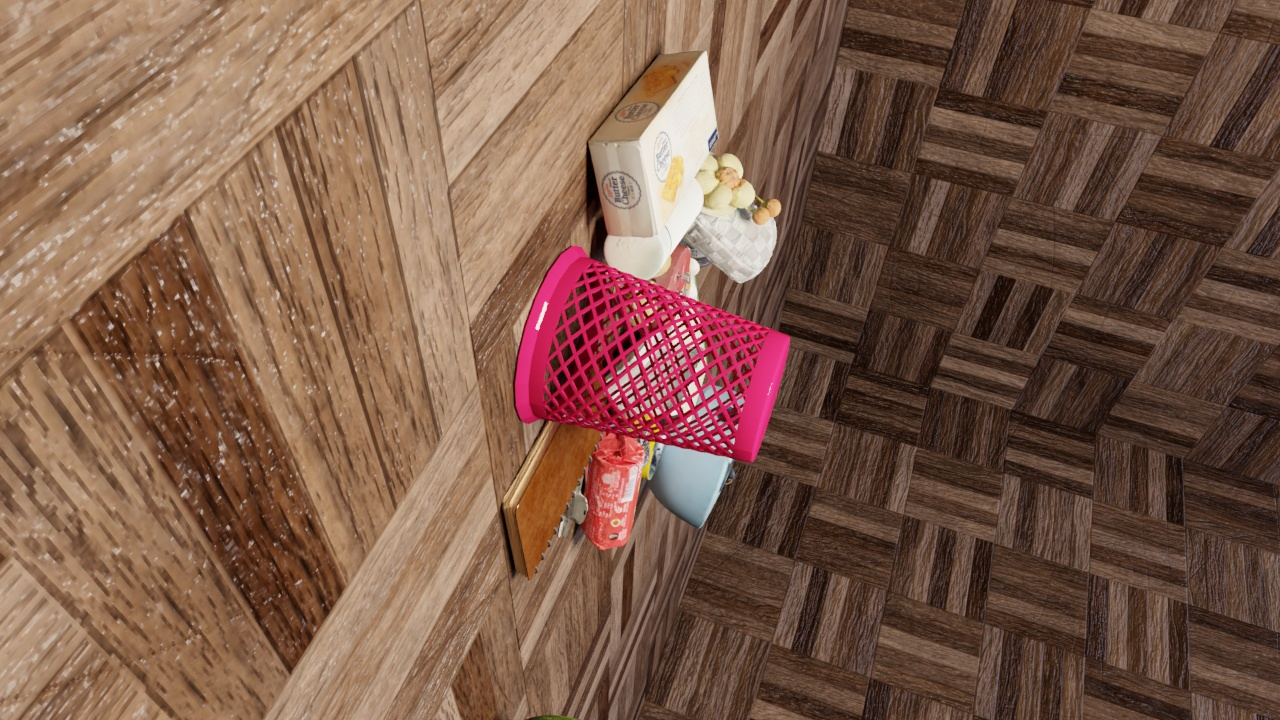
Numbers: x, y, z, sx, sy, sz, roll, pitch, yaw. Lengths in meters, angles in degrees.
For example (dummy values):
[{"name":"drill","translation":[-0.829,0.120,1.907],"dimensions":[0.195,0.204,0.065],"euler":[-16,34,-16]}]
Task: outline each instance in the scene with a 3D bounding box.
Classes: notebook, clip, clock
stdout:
[{"name":"notebook","translation":[0.072,-0.041,1.433],"dimensions":[0.181,0.010,0.253],"euler":[-68,153,-52]},{"name":"clip","translation":[-0.085,0.184,1.158],"dimensions":[0.054,0.038,0.101],"euler":[-81,-175,-83]},{"name":"notebook","translation":[-0.093,0.119,1.037],"dimensions":[0.168,0.024,0.224],"euler":[90,21,-50]},{"name":"clock","translation":[0.019,-0.091,1.122],"dimensions":[0.158,0.081,0.117],"euler":[-15,121,-76]},{"name":"clock","translation":[0.009,0.130,1.440],"dimensions":[0.083,0.057,0.118],"euler":[80,29,-64]}]

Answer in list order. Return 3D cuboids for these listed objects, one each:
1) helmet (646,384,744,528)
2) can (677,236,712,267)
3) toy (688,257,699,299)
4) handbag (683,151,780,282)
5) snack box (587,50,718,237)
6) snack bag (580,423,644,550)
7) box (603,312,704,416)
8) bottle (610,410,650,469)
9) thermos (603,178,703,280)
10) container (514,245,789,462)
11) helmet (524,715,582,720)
[{"name":"helmet","translation":[0.089,0.155,1.554],"dimensions":[0.264,0.167,0.226],"euler":[-75,-176,-57]},{"name":"can","translation":[0.081,-0.184,1.318],"dimensions":[0.127,0.064,0.064],"euler":[70,38,-71]},{"name":"toy","translation":[0.047,-0.110,1.252],"dimensions":[0.037,0.076,0.125],"euler":[-50,162,-17]},{"name":"handbag","translation":[0.116,-0.192,1.203],"dimensions":[0.124,0.171,0.112],"euler":[-26,-147,51]},{"name":"snack box","translation":[0.019,-0.226,0.937],"dimensions":[0.207,0.057,0.104],"euler":[-62,148,-44]},{"name":"snack bag","translation":[-0.042,0.177,1.241],"dimensions":[0.082,0.082,0.177],"euler":[-54,156,-58]},{"name":"box","translation":[0.030,0.016,1.218],"dimensions":[0.108,0.110,0.215],"euler":[-38,-175,29]},{"name":"bottle","translation":[-0.014,0.099,1.301],"dimensions":[0.186,0.053,0.053],"euler":[87,23,-59]},{"name":"thermos","translation":[0.020,-0.156,1.037],"dimensions":[0.229,0.068,0.068],"euler":[-61,164,-61]},{"name":"container","translation":[0.019,0.006,0.896],"dimensions":[0.183,0.226,0.183],"euler":[18,89,-78]},{"name":"helmet","translation":[-0.098,0.543,1.081],"dimensions":[0.212,0.248,0.243],"euler":[-26,92,-52]}]
